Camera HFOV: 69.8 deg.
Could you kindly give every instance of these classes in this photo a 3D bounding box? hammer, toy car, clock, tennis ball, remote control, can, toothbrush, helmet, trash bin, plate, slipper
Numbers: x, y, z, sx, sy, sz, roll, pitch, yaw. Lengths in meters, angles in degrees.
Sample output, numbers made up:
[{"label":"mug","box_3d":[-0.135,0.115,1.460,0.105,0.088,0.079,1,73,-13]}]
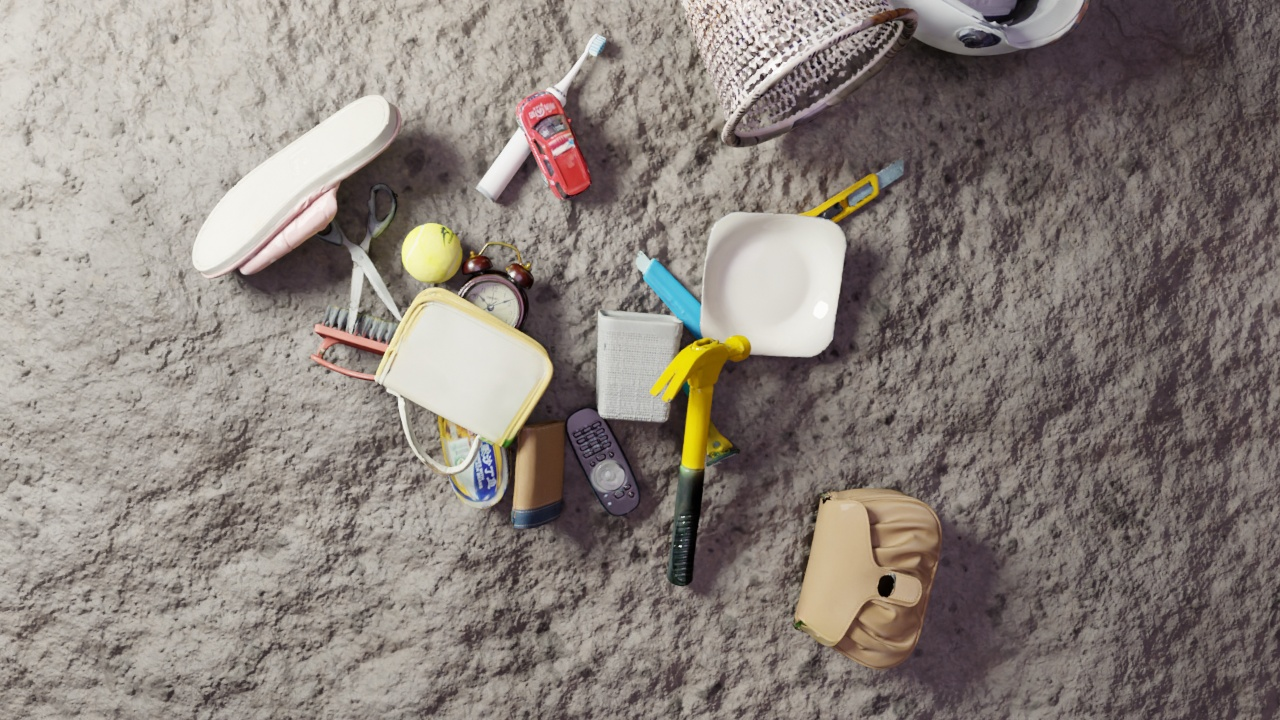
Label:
[{"label":"hammer","box_3d":[0.058,0.119,1.033,0.128,0.033,0.301,-14,118,-41]},{"label":"toy car","box_3d":[-0.092,-0.234,1.004,0.053,0.045,0.120,-33,117,-13]},{"label":"clock","box_3d":[-0.164,-0.071,1.021,0.082,0.055,0.122,12,97,-6]},{"label":"tennis ball","box_3d":[-0.228,-0.117,1.006,0.065,0.065,0.065,0,95,-6]},{"label":"remote control","box_3d":[-0.044,0.116,1.067,0.053,0.024,0.136,-26,99,-5]},{"label":"can","box_3d":[-0.187,0.092,1.038,0.074,0.049,0.148,-10,96,-5]},{"label":"toothbrush","box_3d":[-0.109,-0.273,1.023,0.026,0.026,0.221,36,91,17]},{"label":"helmet","box_3d":[0.343,-0.432,0.988,0.258,0.146,0.229,20,80,-24]},{"label":"trash bin","box_3d":[0.141,-0.365,0.958,0.227,0.227,0.192,-29,85,-2]},{"label":"plate","box_3d":[0.148,-0.088,1.052,0.163,0.034,0.164,4,104,-10]},{"label":"slipper","box_3d":[-0.360,-0.178,0.974,0.274,0.114,0.054,-38,142,5]}]

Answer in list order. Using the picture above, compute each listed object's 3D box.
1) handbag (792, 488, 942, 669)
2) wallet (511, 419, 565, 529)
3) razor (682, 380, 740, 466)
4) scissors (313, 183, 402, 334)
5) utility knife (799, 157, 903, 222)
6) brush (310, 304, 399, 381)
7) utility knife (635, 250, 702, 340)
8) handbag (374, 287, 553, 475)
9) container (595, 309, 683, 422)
[{"label":"handbag","box_3d":[0.268,0.251,1.072,0.148,0.100,0.204,12,91,-4]},{"label":"wallet","box_3d":[-0.114,0.127,1.032,0.033,0.090,0.115,7,95,23]},{"label":"razor","box_3d":[0.071,0.059,1.069,0.043,0.028,0.132,-24,103,10]},{"label":"scissors","box_3d":[-0.305,-0.118,1.000,0.178,0.014,0.159,33,78,8]},{"label":"utility knife","box_3d":[0.230,-0.181,1.069,0.192,0.015,0.033,-33,101,-2]},{"label":"brush","box_3d":[-0.284,-0.008,1.013,0.146,0.063,0.069,16,82,-9]},{"label":"utility knife","box_3d":[0.051,-0.064,1.063,0.034,0.018,0.162,-45,97,-13]},{"label":"handbag","box_3d":[-0.199,0.030,0.978,0.163,0.063,0.179,29,99,-13]},{"label":"container","box_3d":[-0.006,0.006,1.029,0.090,0.090,0.114,5,98,-6]}]
